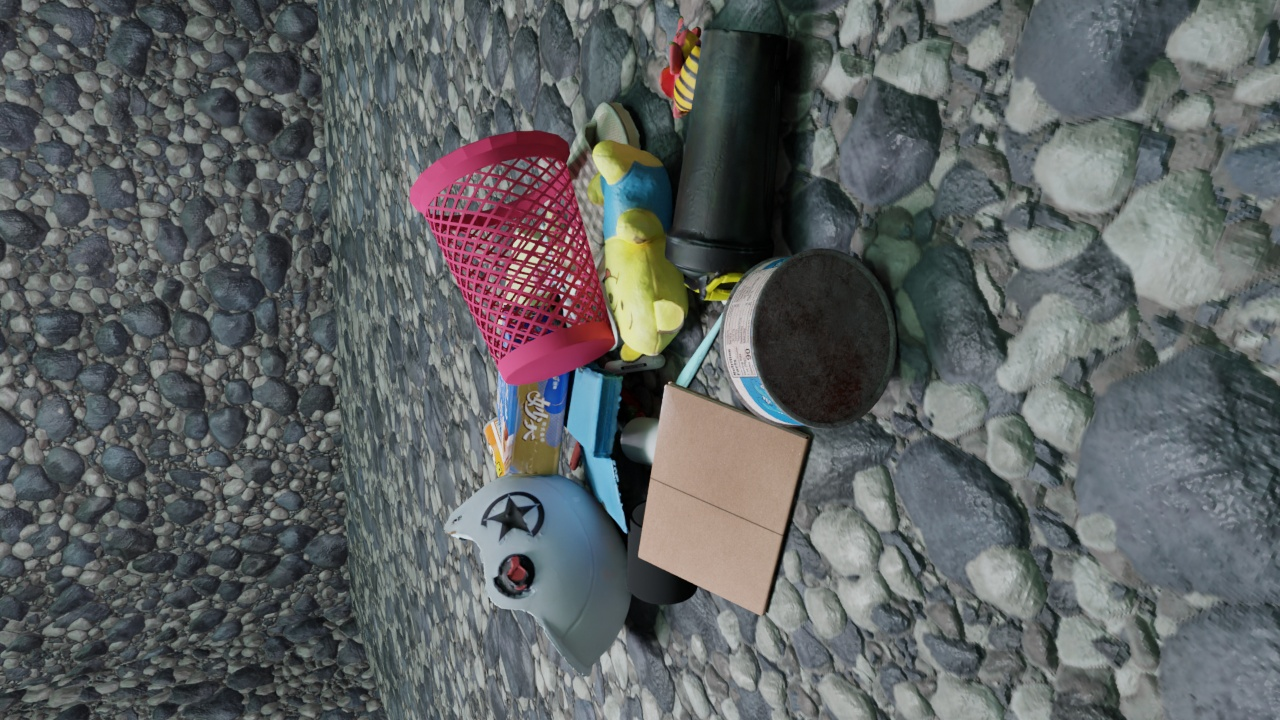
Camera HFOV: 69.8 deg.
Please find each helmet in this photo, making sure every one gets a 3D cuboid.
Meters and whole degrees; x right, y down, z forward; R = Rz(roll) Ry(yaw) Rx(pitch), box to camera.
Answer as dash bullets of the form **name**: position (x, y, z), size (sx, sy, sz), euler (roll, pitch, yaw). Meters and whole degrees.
- **helmet**: position (-0.100, 0.247, 1.144), size (0.264, 0.163, 0.237), euler (46, 173, 32)

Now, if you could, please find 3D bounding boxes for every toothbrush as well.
- **toothbrush**: position (0.064, -0.017, 0.922), size (0.016, 0.016, 0.181), euler (65, 150, 28)
- **toothbrush**: position (-0.068, 0.087, 1.210), size (0.190, 0.016, 0.016), euler (111, 143, -47)

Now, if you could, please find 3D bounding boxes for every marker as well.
- **marker**: position (-0.006, 0.006, 1.064), size (0.134, 0.017, 0.020), euler (-9, 108, 63)

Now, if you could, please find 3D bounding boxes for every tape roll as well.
- **tape roll**: position (-0.050, -0.057, 1.098), size (0.094, 0.018, 0.094), euler (42, 150, 31)

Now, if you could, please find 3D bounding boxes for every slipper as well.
- **slipper**: position (-0.060, -0.176, 1.083), size (0.114, 0.054, 0.273), euler (55, 146, 30)

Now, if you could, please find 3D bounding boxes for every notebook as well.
- **notebook**: position (0.073, 0.134, 0.873), size (0.141, 0.008, 0.209), euler (21, 122, 22)

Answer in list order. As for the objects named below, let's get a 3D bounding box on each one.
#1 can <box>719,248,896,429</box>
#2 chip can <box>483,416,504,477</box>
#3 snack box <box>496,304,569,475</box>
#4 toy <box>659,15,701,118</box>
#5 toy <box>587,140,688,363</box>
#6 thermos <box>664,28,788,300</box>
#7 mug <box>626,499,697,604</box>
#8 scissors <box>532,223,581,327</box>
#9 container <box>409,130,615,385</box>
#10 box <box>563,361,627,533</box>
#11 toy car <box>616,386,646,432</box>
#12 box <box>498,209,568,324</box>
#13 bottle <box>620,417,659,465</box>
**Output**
- **can**: position (0.125, -0.015, 0.677), size (0.044, 0.129, 0.130), euler (-3, 95, 63)
- **chip can**: position (-0.169, 0.187, 1.370), size (0.215, 0.075, 0.075), euler (68, 150, 25)
- **snack box**: position (-0.143, 0.033, 1.179), size (0.202, 0.069, 0.155), euler (-117, 32, -65)
- **toy**: position (0.042, -0.262, 0.830), size (0.103, 0.046, 0.084), euler (-95, 15, -58)
- **toy**: position (0.001, -0.108, 0.940), size (0.149, 0.084, 0.214), euler (167, 92, -84)
- **thermos**: position (0.076, -0.162, 0.778), size (0.098, 0.098, 0.221), euler (34, 122, 56)
- **mug**: position (0.025, 0.200, 1.008), size (0.113, 0.078, 0.088), euler (-93, 4, -71)
- **scissors**: position (-0.101, -0.084, 1.140), size (0.171, 0.013, 0.172), euler (-15, 92, 69)
- **container**: position (-0.125, -0.100, 0.993), size (0.184, 0.182, 0.225), euler (-39, 70, 60)
- **box**: position (-0.058, 0.090, 1.063), size (0.232, 0.047, 0.177), euler (-163, 70, -76)
- **toy car**: position (-0.017, 0.061, 1.076), size (0.091, 0.036, 0.042), euler (-129, 39, -54)
- **box**: position (-0.141, -0.109, 1.259), size (0.077, 0.090, 0.188), euler (36, 136, 14)
- **bottle**: position (0.045, 0.089, 0.947), size (0.195, 0.052, 0.052), euler (0, 97, 63)
